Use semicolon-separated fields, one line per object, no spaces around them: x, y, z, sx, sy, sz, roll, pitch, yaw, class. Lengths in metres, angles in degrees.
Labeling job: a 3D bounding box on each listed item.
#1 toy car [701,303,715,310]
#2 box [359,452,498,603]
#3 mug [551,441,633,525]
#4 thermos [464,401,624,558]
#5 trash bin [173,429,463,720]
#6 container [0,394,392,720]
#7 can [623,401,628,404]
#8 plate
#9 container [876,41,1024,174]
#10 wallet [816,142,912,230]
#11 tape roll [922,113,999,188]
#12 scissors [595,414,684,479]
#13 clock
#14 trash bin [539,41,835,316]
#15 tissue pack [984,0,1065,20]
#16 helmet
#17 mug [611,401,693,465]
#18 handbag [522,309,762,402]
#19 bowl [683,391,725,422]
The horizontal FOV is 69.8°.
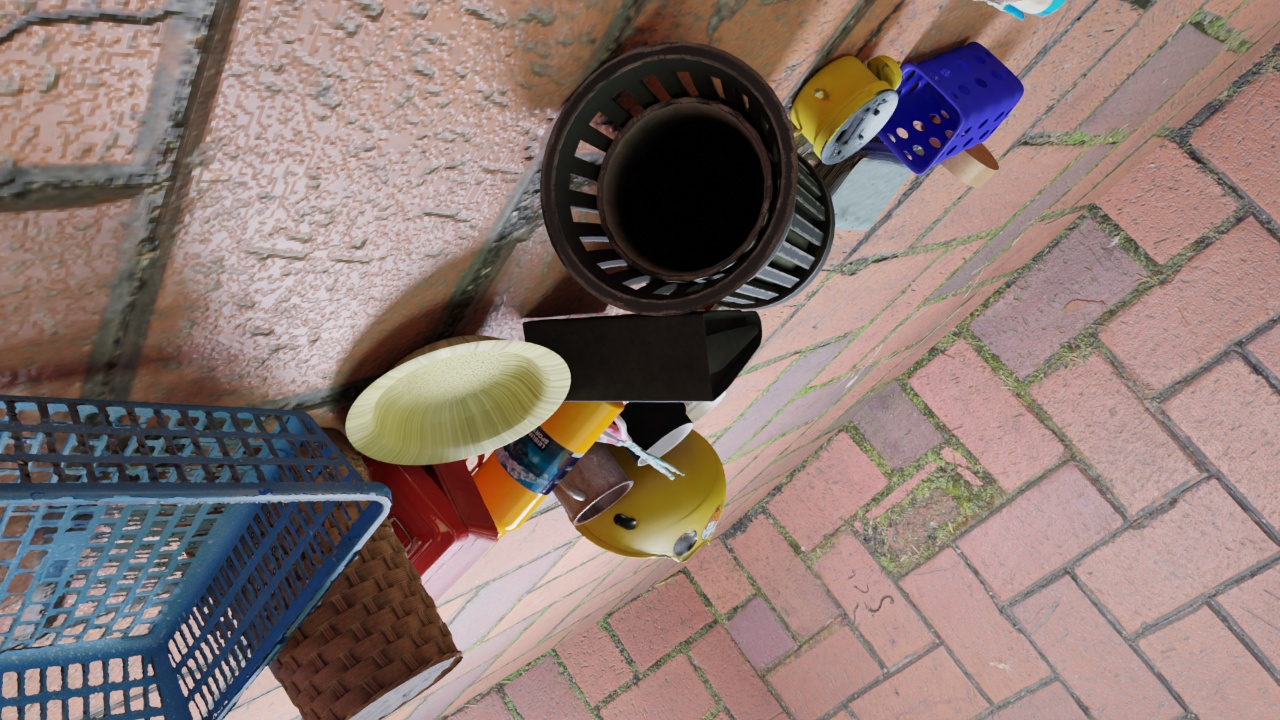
0.117;-0.113;0.903;0.170;0.062;0.070;-47;-167;30;toy car
-0.225;0.169;0.868;0.157;0.137;0.126;-44;163;12;box
-0.080;0.135;1.127;0.096;0.110;0.123;-45;162;9;mug
-0.124;0.106;0.983;0.233;0.091;0.076;-49;147;11;thermos
-0.248;0.181;0.725;0.151;0.210;0.151;-33;163;-12;trash bin
-0.350;0.150;0.566;0.256;0.089;0.363;7;135;-45;container
-0.006;0.006;1.022;0.096;0.054;0.054;-39;163;5;can
-0.152;0.024;0.760;0.184;0.036;0.185;-17;151;-10;plate
0.304;-0.253;0.909;0.113;0.085;0.085;-28;162;-33;container
0.228;-0.188;0.987;0.131;0.054;0.101;-12;141;-51;wallet
0.364;-0.240;1.049;0.093;0.094;0.027;-16;153;-51;tape roll
-0.025;0.097;1.071;0.101;0.178;0.016;-17;-136;47;scissors
0.185;-0.221;0.799;0.118;0.057;0.084;-26;160;-32;clock
0.054;-0.110;0.662;0.164;0.164;0.227;-42;166;16;trash bin
0.359;-0.373;0.736;0.116;0.066;0.210;-17;153;-47;tissue pack
0.019;0.160;1.257;0.239;0.209;0.140;-7;131;-54;helmet
0.014;0.064;1.145;0.121;0.094;0.085;-16;154;-51;mug
0.023;-0.021;0.851;0.176;0.072;0.195;-1;-168;30;handbag
0.068;0.042;1.252;0.115;0.062;0.115;-34;163;-12;bowl
